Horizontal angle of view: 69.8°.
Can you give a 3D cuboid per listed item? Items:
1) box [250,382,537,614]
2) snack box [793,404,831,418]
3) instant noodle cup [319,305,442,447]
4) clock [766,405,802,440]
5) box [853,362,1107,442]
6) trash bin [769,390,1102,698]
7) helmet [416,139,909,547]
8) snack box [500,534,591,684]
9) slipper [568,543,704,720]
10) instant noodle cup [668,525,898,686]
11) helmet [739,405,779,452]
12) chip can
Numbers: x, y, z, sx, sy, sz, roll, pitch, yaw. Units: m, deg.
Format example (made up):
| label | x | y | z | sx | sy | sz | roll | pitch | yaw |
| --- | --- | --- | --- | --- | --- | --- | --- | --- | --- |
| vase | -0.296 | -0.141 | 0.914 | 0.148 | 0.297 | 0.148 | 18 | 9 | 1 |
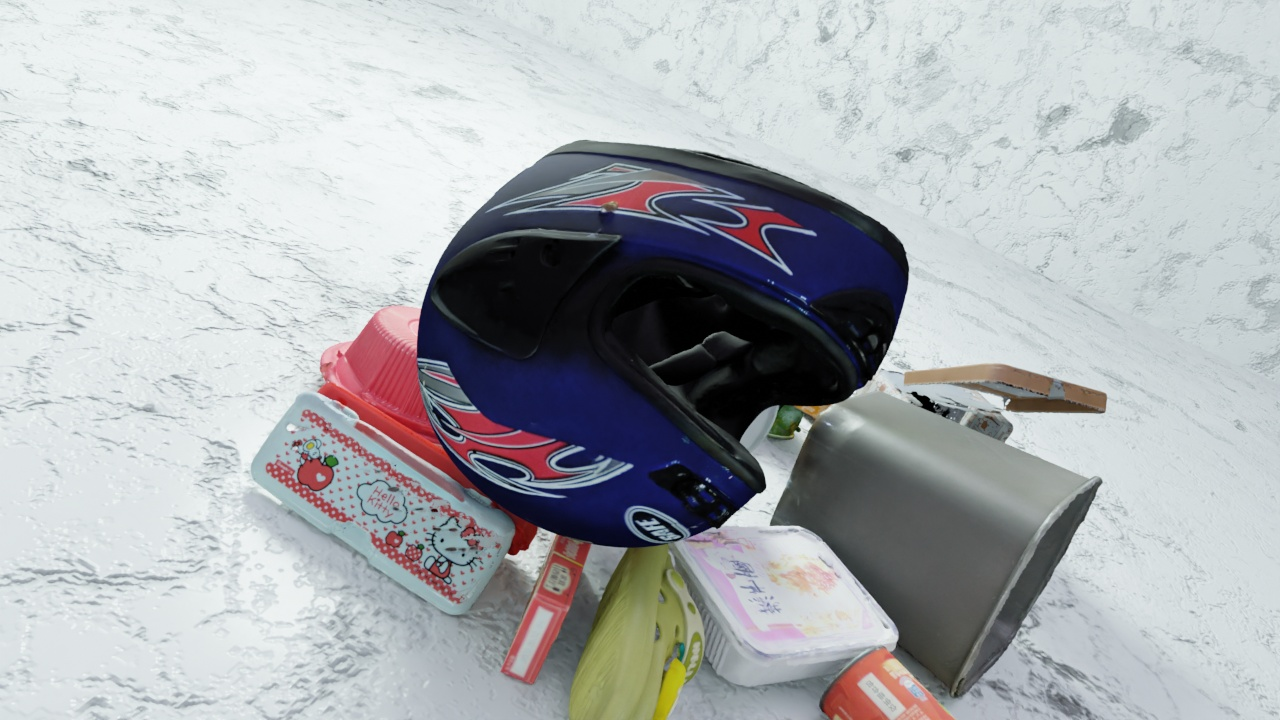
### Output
| label | x | y | z | sx | sy | sz | roll | pitch | yaw |
| --- | --- | --- | --- | --- | --- | --- | --- | --- | --- |
| box | -0.186 | 0.106 | 0.688 | 0.201 | 0.095 | 0.101 | 30 | 66 | 11 |
| snack box | 0.167 | 0.019 | 1.062 | 0.154 | 0.026 | 0.075 | 29 | 25 | 11 |
| instant noodle cup | -0.185 | 0.007 | 0.833 | 0.194 | 0.066 | 0.193 | 25 | 14 | -7 |
| clock | 0.129 | 0.042 | 1.084 | 0.116 | 0.056 | 0.161 | 10 | 28 | -27 |
| box | 0.353 | 0.063 | 1.027 | 0.179 | 0.273 | 0.130 | 12 | 55 | -26 |
| trash bin | 0.261 | 0.150 | 0.845 | 0.220 | 0.199 | 0.198 | 31 | 23 | 32 |
| helmet | -0.004 | 0.005 | 0.614 | 0.316 | 0.240 | 0.247 | 13 | -15 | 34 |
| snack box | -0.059 | 0.155 | 0.668 | 0.025 | 0.075 | 0.152 | 24 | 25 | -2 |
| slipper | 0.008 | 0.192 | 0.643 | 0.081 | 0.092 | 0.190 | 25 | 21 | -3 |
| instant noodle cup | 0.105 | 0.200 | 0.736 | 0.173 | 0.060 | 0.138 | 6 | 31 | -36 |
| helmet | -0.005 | 0.005 | 0.847 | 0.145 | 0.229 | 0.259 | -12 | 18 | -29 |
| chip can | 0.221 | 0.299 | 0.632 | 0.073 | 0.073 | 0.216 | -2 | 35 | -44 |
